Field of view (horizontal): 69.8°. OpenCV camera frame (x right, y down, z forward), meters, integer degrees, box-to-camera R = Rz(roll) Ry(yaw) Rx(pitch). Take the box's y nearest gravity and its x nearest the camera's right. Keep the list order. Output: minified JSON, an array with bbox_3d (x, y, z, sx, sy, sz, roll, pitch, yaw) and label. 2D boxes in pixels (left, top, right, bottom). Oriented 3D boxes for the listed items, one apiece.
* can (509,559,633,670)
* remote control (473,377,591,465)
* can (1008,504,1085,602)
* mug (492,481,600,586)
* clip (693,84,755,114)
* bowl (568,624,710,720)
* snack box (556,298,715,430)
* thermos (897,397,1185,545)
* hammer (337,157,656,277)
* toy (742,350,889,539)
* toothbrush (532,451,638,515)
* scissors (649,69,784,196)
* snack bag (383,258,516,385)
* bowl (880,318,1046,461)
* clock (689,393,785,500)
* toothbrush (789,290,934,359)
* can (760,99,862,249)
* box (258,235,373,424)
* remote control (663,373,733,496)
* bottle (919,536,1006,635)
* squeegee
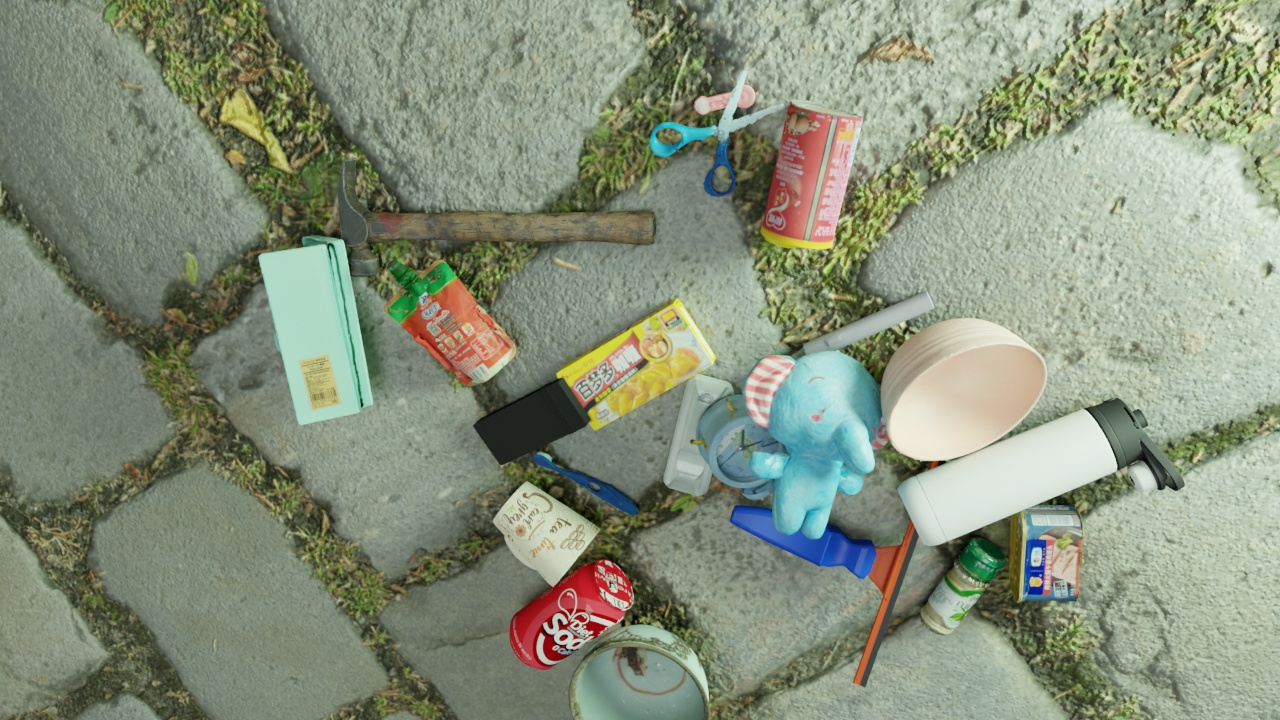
[{"bbox_3d":[-0.080,0.288,1.039,0.143,0.074,0.074,-39,98,22],"label":"can"},{"bbox_3d":[-0.118,0.067,0.985,0.134,0.013,0.058,-25,103,33],"label":"remote control"},{"bbox_3d":[0.402,0.191,0.911,0.059,0.053,0.100,-2,109,12],"label":"can"},{"bbox_3d":[-0.115,0.197,1.026,0.097,0.080,0.122,39,139,4],"label":"mug"},{"bbox_3d":[0.075,-0.238,0.838,0.060,0.043,0.023,-2,113,27],"label":"clip"},{"bbox_3d":[0.005,0.360,1.036,0.160,0.093,0.160,4,110,11],"label":"bowl"},{"bbox_3d":[-0.006,0.006,0.947,0.152,0.025,0.075,-30,101,20],"label":"snack box"},{"bbox_3d":[0.370,0.118,0.864,0.230,0.068,0.101,-25,70,12],"label":"thermos"},{"bbox_3d":[-0.148,-0.143,0.922,0.330,0.033,0.120,2,109,11],"label":"hammer"},{"bbox_3d":[0.172,0.078,0.862,0.183,0.115,0.180,15,82,-29],"label":"toy"},{"bbox_3d":[-0.059,0.135,1.013,0.132,0.016,0.021,29,113,-2],"label":"toothbrush"},{"bbox_3d":[0.078,-0.202,0.845,0.130,0.014,0.117,-21,124,22],"label":"scissors"},{"bbox_3d":[-0.204,-0.043,0.949,0.087,0.044,0.155,-37,108,19],"label":"snack bag"},{"bbox_3d":[0.285,0.016,0.848,0.153,0.076,0.153,-9,134,-10],"label":"bowl"},{"bbox_3d":[0.114,0.090,0.930,0.124,0.051,0.089,36,102,-20],"label":"clock"},{"bbox_3d":[0.193,-0.021,0.897,0.188,0.019,0.018,-24,110,19],"label":"toothbrush"},{"bbox_3d":[0.154,-0.166,0.828,0.067,0.066,0.124,13,112,7],"label":"can"},{"bbox_3d":[-0.347,-0.030,0.959,0.077,0.091,0.188,16,117,43],"label":"box"},{"bbox_3d":[0.060,0.080,0.961,0.050,0.022,0.133,15,112,6],"label":"remote control"},{"bbox_3d":[0.331,0.235,0.950,0.042,0.042,0.110,26,113,2],"label":"bottle"},{"bbox_3d":[0.184,0.189,0.957,0.185,0.055,0.249,18,95,5],"label":"squeegee"}]
